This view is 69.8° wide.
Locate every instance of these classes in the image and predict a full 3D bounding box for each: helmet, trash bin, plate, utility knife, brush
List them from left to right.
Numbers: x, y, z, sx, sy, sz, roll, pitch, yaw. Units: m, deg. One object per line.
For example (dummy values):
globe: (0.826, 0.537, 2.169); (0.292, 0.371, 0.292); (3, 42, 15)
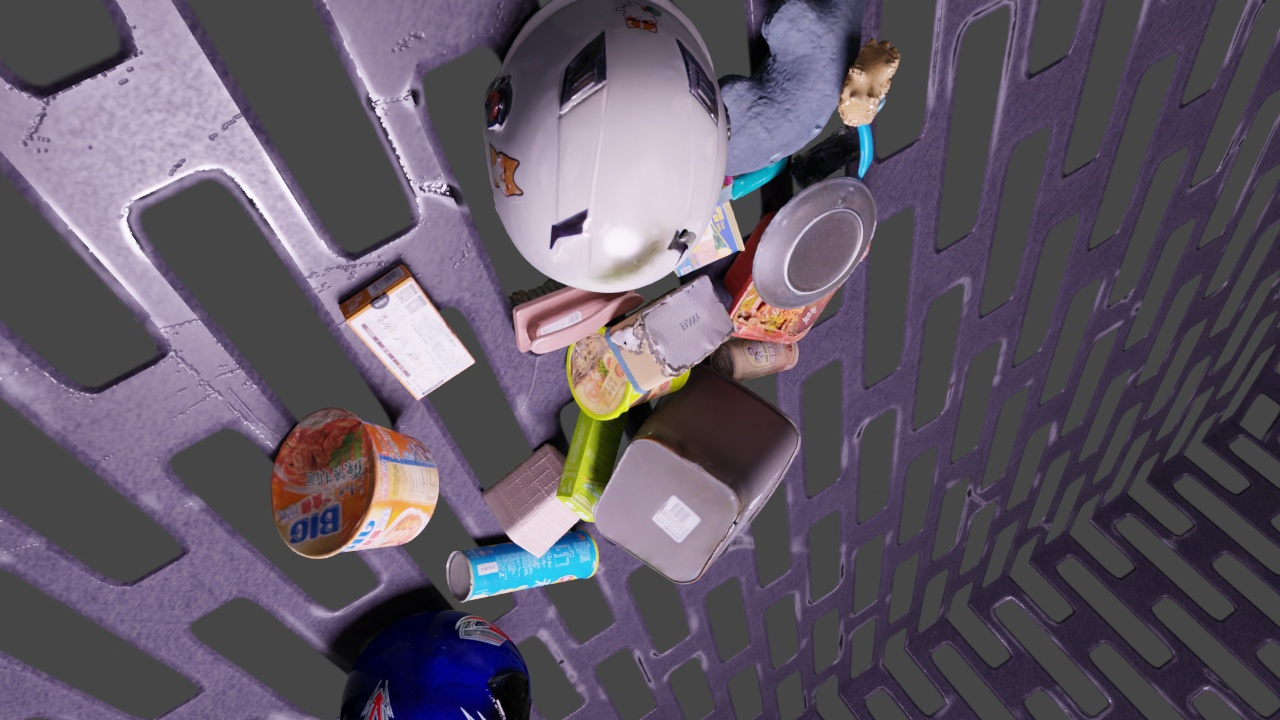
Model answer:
helmet: (-0.261, 0.478, 1.262); (0.248, 0.239, 0.316); (-6, 141, 21)
brush: (-0.069, -0.057, 1.000); (0.145, 0.073, 0.063); (-24, 141, -22)
helmet: (-0.019, -0.172, 0.811); (0.229, 0.156, 0.275); (0, 127, -21)
trash bin: (0.067, 0.146, 1.155); (0.199, 0.198, 0.219); (-62, 170, 25)
utility knife: (0.123, -0.200, 0.998); (0.181, 0.013, 0.029); (-38, 137, -51)
plate: (0.209, -0.130, 1.072); (0.179, 0.024, 0.180); (-19, 134, -21)
brush: (0.235, -0.246, 0.961); (0.083, 0.046, 0.254); (-66, 163, -8)

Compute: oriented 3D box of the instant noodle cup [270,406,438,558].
instant noodle cup: (-0.292, 0.131, 0.960); (0.151, 0.151, 0.111); (-47, 151, 12)

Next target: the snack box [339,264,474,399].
snack box: (-0.233, -0.025, 0.933); (0.075, 0.026, 0.154); (-34, 144, -6)

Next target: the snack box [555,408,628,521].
snack box: (-0.059, 0.115, 1.149); (0.086, 0.026, 0.156); (52, 47, -54)

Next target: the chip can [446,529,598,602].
chip can: (-0.163, 0.287, 1.290); (0.209, 0.071, 0.071); (-1, 130, -39)

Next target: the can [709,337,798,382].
can: (0.157, -0.006, 1.256); (0.116, 0.058, 0.059); (-13, 137, -31)

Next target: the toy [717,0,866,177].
toy: (0.143, -0.284, 0.929); (0.138, 0.091, 0.357); (34, 103, -33)

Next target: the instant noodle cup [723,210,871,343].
instant noodle cup: (0.184, -0.111, 1.150); (0.164, 0.079, 0.189); (7, 123, -44)

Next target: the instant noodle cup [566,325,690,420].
instant noodle cup: (-0.007, 0.006, 1.100); (0.123, 0.111, 0.112); (-10, 136, -44)

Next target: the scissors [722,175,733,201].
scissors: (0.086, -0.219, 1.008); (0.073, 0.017, 0.137); (-34, 140, -4)

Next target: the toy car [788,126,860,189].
toy car: (0.218, -0.236, 1.078); (0.090, 0.043, 0.034); (-34, 171, -1)

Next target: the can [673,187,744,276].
can: (0.060, -0.149, 1.013); (0.083, 0.057, 0.102); (-24, 143, 4)

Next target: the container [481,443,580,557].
container: (-0.127, 0.179, 1.192); (0.111, 0.090, 0.090); (-41, 143, -2)

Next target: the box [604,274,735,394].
box: (0.041, -0.036, 1.051); (0.061, 0.090, 0.183); (-26, -177, 36)
